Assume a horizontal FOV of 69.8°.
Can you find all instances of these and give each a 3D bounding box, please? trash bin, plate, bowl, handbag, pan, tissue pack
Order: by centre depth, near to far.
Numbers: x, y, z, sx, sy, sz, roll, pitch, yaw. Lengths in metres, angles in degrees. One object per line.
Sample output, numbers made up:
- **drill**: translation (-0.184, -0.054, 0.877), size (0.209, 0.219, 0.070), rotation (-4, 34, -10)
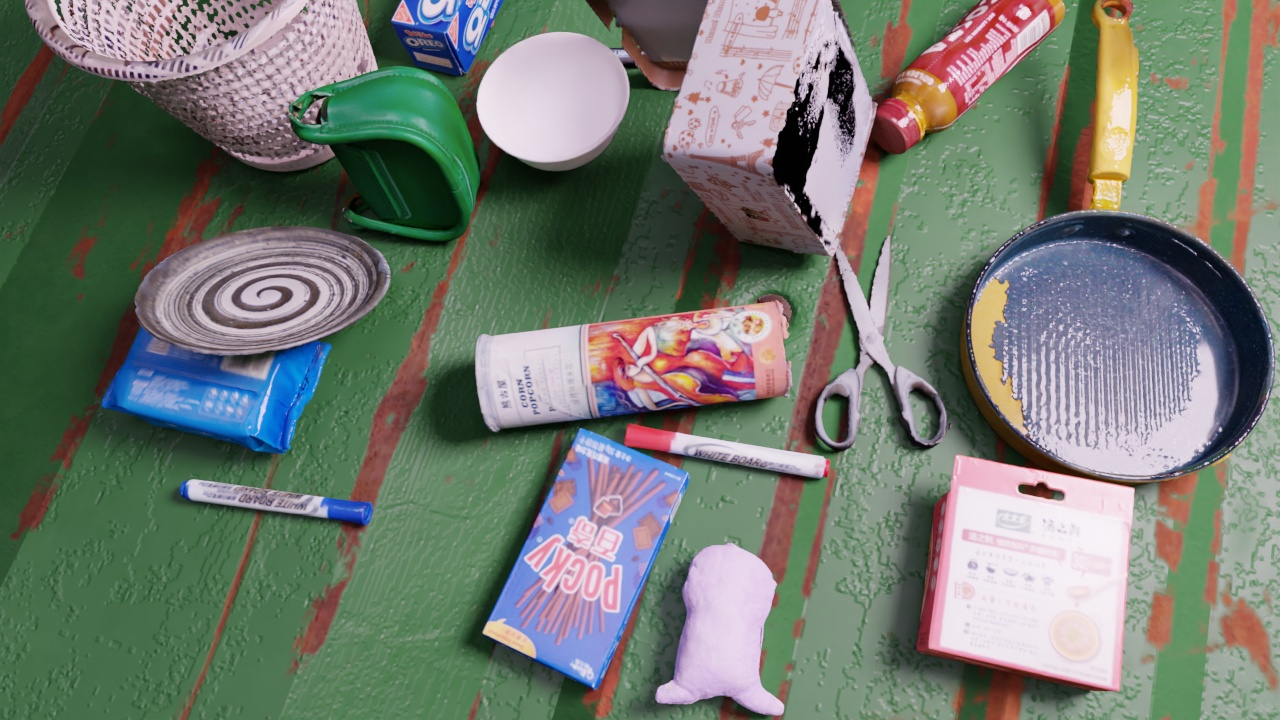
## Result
- **pan**: translation (0.330, -0.090, 0.645), size (0.198, 0.078, 0.356), rotation (4, 71, 7)
- **plate**: translation (-0.279, -0.050, 0.689), size (0.179, 0.024, 0.179), rotation (1, 37, -1)
- **tissue pack**: translation (-0.318, 0.013, 0.691), size (0.157, 0.052, 0.094), rotation (11, 69, 10)
- **handbag**: translation (-0.188, -0.150, 0.696), size (0.120, 0.131, 0.067), rotation (-3, 61, 9)
- **trash bin**: translation (-0.307, -0.257, 0.711), size (0.227, 0.192, 0.227), rotation (-2, 70, 5)
- **bowl**: translation (-0.064, -0.192, 0.731), size (0.118, 0.065, 0.118), rotation (-2, 69, 6)

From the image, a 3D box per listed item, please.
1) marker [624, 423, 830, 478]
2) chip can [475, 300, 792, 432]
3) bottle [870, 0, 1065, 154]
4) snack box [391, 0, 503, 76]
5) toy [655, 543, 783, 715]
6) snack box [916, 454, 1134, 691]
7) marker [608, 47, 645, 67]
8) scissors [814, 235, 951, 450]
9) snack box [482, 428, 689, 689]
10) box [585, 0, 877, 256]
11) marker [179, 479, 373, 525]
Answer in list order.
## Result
- **marker**: translation (0.061, 0.064, 0.651), size (0.145, 0.017, 0.017), rotation (9, 71, 9)
- **chip can**: translation (-0.004, 0.004, 0.652), size (0.215, 0.071, 0.071), rotation (-7, 70, 3)
- **bottle**: translation (0.251, -0.230, 0.715), size (0.174, 0.057, 0.057), rotation (-42, 72, -10)
- **snack box**: translation (-0.143, -0.351, 0.801), size (0.058, 0.057, 0.207), rotation (17, 73, 15)
- **toy**: translation (0.058, 0.174, 0.601), size (0.084, 0.039, 0.107), rotation (11, 66, -5)
- **snack box**: translation (0.246, 0.136, 0.591), size (0.113, 0.044, 0.127), rotation (11, 73, 10)
- **marker**: translation (-0.033, -0.257, 0.778), size (0.124, 0.015, 0.018), rotation (0, 74, 4)
- **scissors**: translation (0.169, -0.008, 0.668), size (0.170, 0.014, 0.159), rotation (-44, 71, -11)
- **snack box**: translation (-0.035, 0.133, 0.631), size (0.084, 0.026, 0.157), rotation (21, 74, 12)
- **box**: translation (0.048, -0.185, 0.651), size (0.193, 0.183, 0.157), rotation (13, 83, 26)
- **marker**: translation (-0.268, 0.103, 0.672), size (0.146, 0.017, 0.016), rotation (6, 71, 8)
